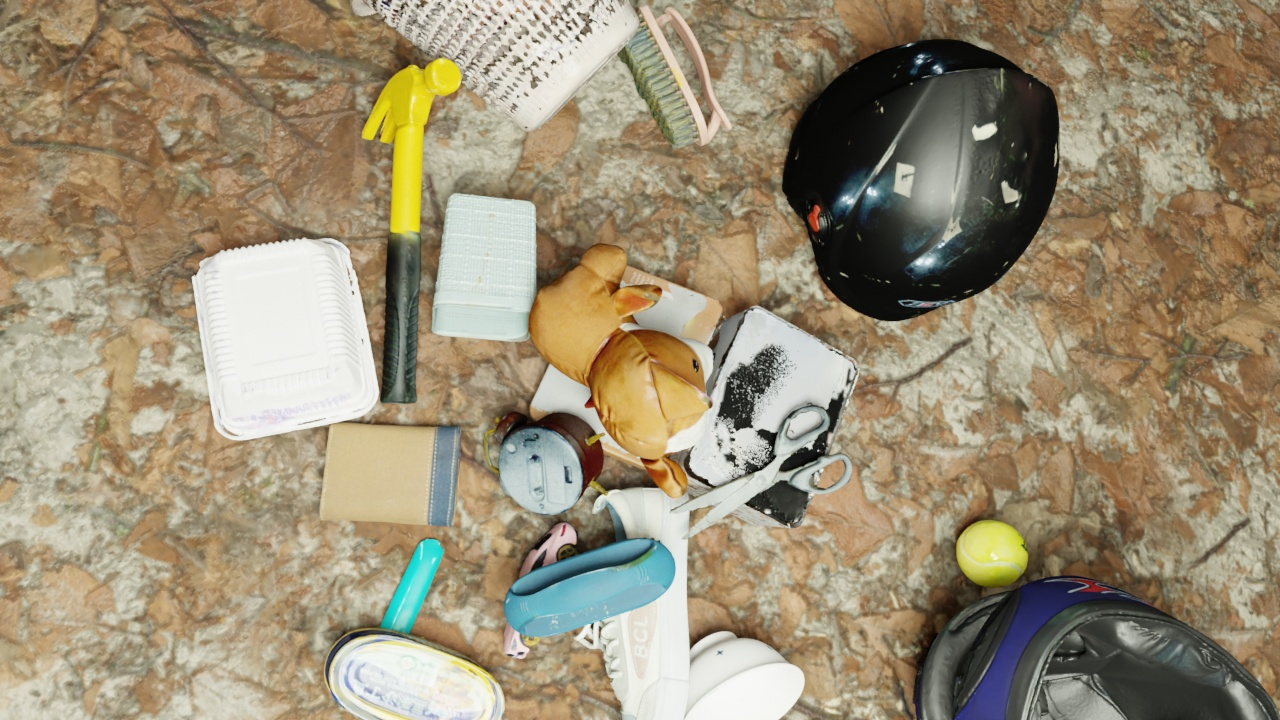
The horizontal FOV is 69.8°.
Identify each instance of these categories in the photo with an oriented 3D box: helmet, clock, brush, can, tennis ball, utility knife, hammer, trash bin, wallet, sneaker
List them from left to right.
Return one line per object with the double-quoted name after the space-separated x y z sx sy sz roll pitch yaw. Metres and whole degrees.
-0.217 0.099 0.804 0.115 0.033 0.090 4 74 -11 "wallet"
-0.207 0.226 0.789 0.029 0.013 0.151 25 71 -9 "utility knife"
-0.211 -0.112 0.822 0.032 0.129 0.300 3 87 -42 "hammer"
-0.184 0.268 0.753 0.148 0.049 0.074 26 72 -15 "can"
-0.115 -0.329 0.840 0.192 0.228 0.227 46 72 -13 "trash bin"
-0.088 0.087 0.806 0.122 0.055 0.082 4 107 24 "clock"
-0.041 0.181 0.729 0.144 0.073 0.055 -18 80 3 "brush"
-0.009 0.228 0.793 0.090 0.090 0.242 5 76 -9 "sneaker"
0.035 -0.284 0.928 0.073 0.063 0.145 -27 85 -7 "brush"
0.276 -0.169 0.883 0.233 0.230 0.275 -1 98 -11 "helmet"
0.341 0.188 0.892 0.065 0.066 0.065 3 77 -12 "tennis ball"
0.353 0.306 0.772 0.315 0.241 0.247 37 73 -14 "helmet"

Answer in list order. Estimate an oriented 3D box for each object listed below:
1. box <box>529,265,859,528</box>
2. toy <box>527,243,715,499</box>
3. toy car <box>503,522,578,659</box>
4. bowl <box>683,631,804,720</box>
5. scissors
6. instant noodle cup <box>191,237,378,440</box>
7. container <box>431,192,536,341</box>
0.047 0.028 0.853 0.260 0.105 0.178 28 74 -11 "box"
-0.004 0.004 0.750 0.130 0.140 0.199 -19 47 -19 "toy"
-0.090 0.198 0.798 0.037 0.056 0.122 27 73 -10 "toy car"
0.077 0.279 0.806 0.118 0.118 0.064 -15 43 -15 "bowl"
0.111 0.107 0.796 0.156 0.014 0.168 27 74 -12 "scissors"
-0.308 -0.029 0.787 0.138 0.060 0.173 -12 75 -14 "instant noodle cup"
-0.139 -0.084 0.833 0.090 0.090 0.111 5 74 -12 "container"
